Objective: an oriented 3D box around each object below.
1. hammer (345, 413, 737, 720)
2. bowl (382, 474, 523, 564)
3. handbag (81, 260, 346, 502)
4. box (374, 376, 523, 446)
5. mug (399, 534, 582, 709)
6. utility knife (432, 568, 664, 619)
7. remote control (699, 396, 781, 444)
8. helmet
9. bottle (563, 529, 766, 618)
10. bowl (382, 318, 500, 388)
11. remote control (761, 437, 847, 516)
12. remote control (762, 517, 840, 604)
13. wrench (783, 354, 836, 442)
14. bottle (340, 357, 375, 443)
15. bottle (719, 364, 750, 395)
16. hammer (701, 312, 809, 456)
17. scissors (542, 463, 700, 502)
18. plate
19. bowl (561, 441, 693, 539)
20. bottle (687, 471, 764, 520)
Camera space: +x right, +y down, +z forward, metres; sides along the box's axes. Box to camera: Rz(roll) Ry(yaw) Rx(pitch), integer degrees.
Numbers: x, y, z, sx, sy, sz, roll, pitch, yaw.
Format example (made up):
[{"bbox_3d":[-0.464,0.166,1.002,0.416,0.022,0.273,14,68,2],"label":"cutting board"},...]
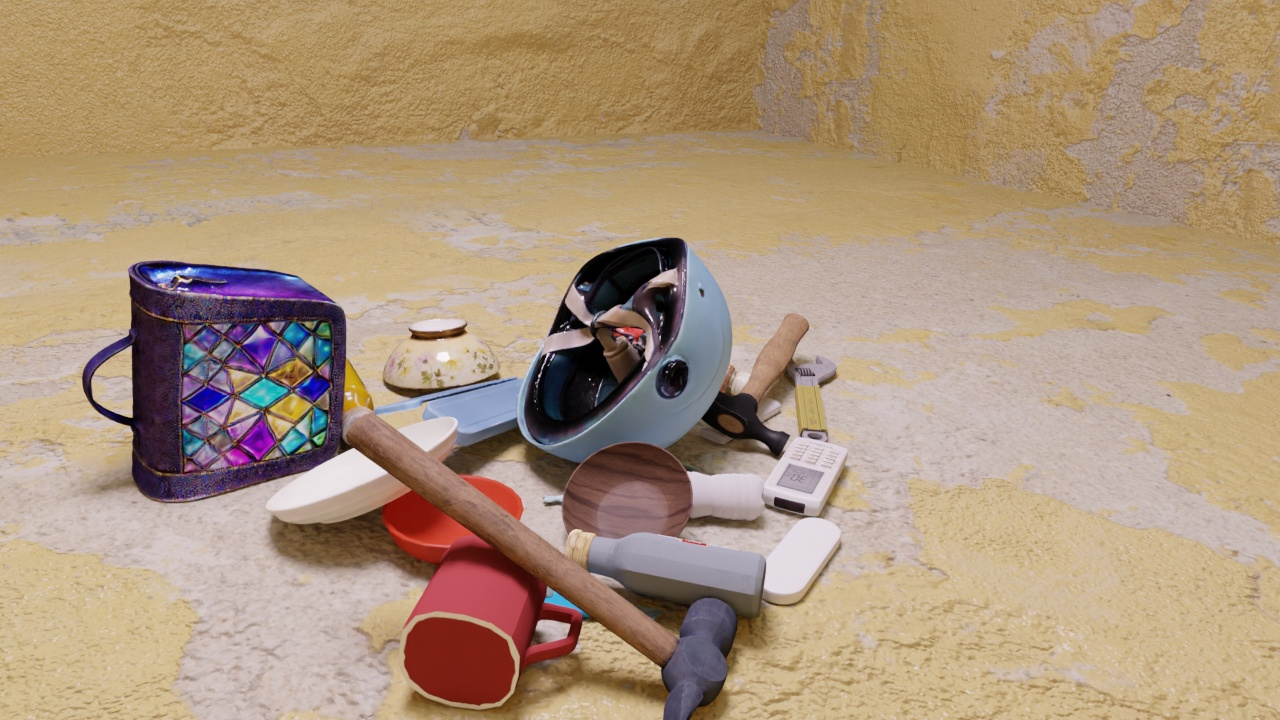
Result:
[{"bbox_3d":[-0.076,0.139,0.655,0.322,0.040,0.129,35,25,2],"label":"hammer"},{"bbox_3d":[-0.166,0.146,0.814,0.122,0.035,0.121,3,22,-1],"label":"bowl"},{"bbox_3d":[-0.413,0.015,0.892,0.221,0.205,0.125,-6,23,-40],"label":"handbag"},{"bbox_3d":[-0.184,0.045,1.014,0.127,0.039,0.208,14,12,22],"label":"box"},{"bbox_3d":[-0.102,0.189,0.661,0.116,0.081,0.096,12,22,2],"label":"mug"},{"bbox_3d":[-0.079,0.191,0.746,0.198,0.015,0.031,8,26,9],"label":"utility knife"},{"bbox_3d":[0.120,0.069,1.080,0.033,0.012,0.130,20,27,34],"label":"remote control"},{"bbox_3d":[-0.006,0.006,0.971,0.226,0.167,0.265,6,58,55],"label":"helmet"},{"bbox_3d":[0.019,0.168,0.743,0.161,0.072,0.046,8,66,12],"label":"bottle"},{"bbox_3d":[-0.250,-0.015,1.142,0.145,0.063,0.145,-3,16,1],"label":"bowl"},{"bbox_3d":[0.172,0.118,0.948,0.060,0.025,0.138,12,23,21],"label":"remote control"},{"bbox_3d":[0.141,0.176,0.816,0.043,0.013,0.136,15,25,27],"label":"remote control"},{"bbox_3d":[0.213,0.046,1.143,0.083,0.018,0.272,5,22,4],"label":"wrench"},{"bbox_3d":[-0.332,0.041,1.025,0.053,0.053,0.186,-8,25,-28],"label":"bottle"},{"bbox_3d":[0.062,0.007,1.167,0.167,0.059,0.059,19,25,15],"label":"bottle"},{"bbox_3d":[0.153,0.007,1.132,0.132,0.040,0.304,28,32,9],"label":"hammer"},{"bbox_3d":[-0.014,0.129,0.916,0.174,0.033,0.065,-2,26,-21],"label":"scissors"},{"bbox_3d":[-0.247,0.106,0.839,0.182,0.034,0.182,-21,11,4],"label":"plate"},{"bbox_3d":[-0.010,0.133,0.831,0.119,0.032,0.119,-6,55,9],"label":"bowl"},{"bbox_3d":[0.049,0.129,0.878,0.136,0.044,0.044,3,22,-2],"label":"bottle"}]
